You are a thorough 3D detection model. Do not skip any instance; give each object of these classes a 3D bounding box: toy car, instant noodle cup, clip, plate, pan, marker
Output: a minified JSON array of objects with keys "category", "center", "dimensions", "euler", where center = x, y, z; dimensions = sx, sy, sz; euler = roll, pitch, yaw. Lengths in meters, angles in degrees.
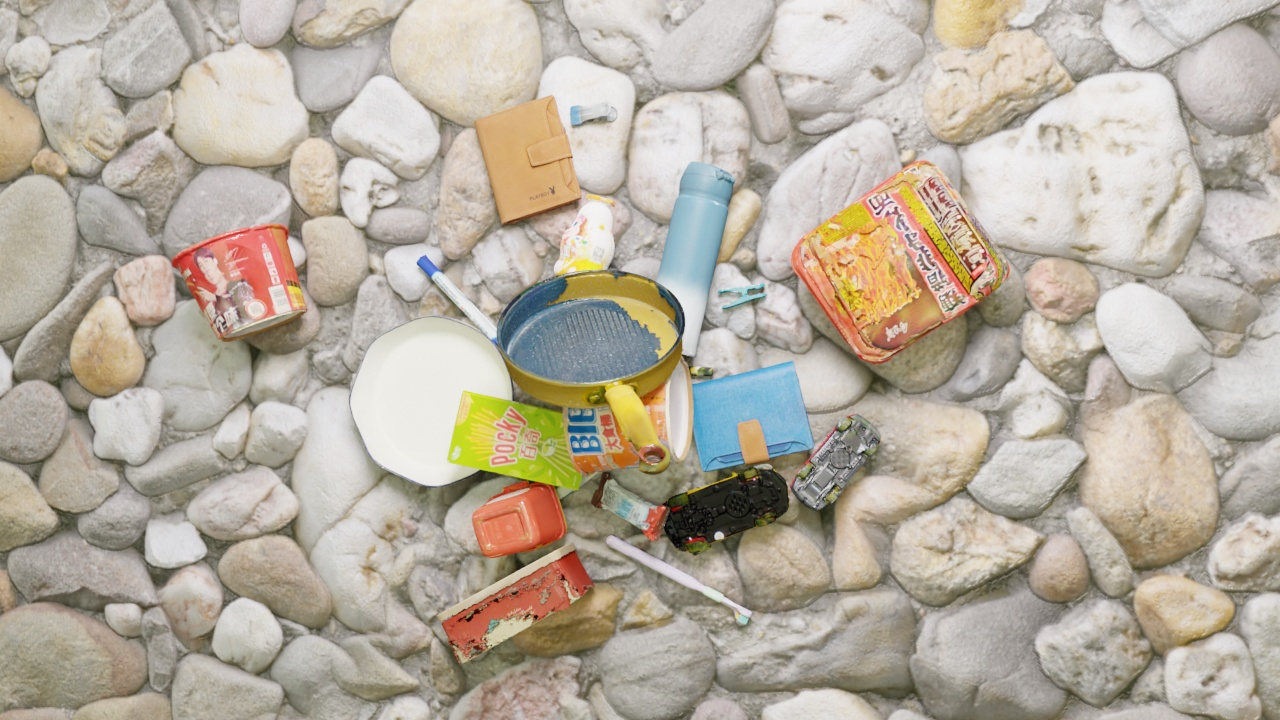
[{"category":"toy car","center":[0.217,0.114,1.029],"dimensions":[0.053,0.045,0.120],"euler":[43,84,5]},{"category":"instant noodle cup","center":[0.278,-0.103,1.002],"dimensions":[0.189,0.079,0.164],"euler":[-33,84,7]},{"category":"clip","center":[-0.056,-0.295,1.093],"dimensions":[0.057,0.028,0.024],"euler":[-3,87,19]},{"category":"plate","center":[-0.246,0.048,1.109],"dimensions":[0.205,0.045,0.205],"euler":[0,91,9]},{"category":"pan","center":[-0.031,0.008,0.896],"dimensions":[0.197,0.357,0.078],"euler":[-13,130,-9]},{"category":"instant noodle cup","center":[-0.008,0.053,1.008],"dimensions":[0.111,0.151,0.151],"euler":[-2,90,16]},{"category":"marker","center":[-0.219,-0.073,1.119],"dimensions":[0.146,0.017,0.017],"euler":[45,97,7]},{"category":"instant noodle cup","center":[-0.476,-0.090,1.109],"dimensions":[0.138,0.137,0.108],"euler":[-21,92,9]},{"category":"toy car","center":[0.097,0.170,1.051],"dimensions":[0.156,0.041,0.071],"euler":[-24,86,14]},{"category":"clip","center":[0.118,-0.077,1.062],"dimensions":[0.056,0.014,0.041],"euler":[-14,88,9]}]

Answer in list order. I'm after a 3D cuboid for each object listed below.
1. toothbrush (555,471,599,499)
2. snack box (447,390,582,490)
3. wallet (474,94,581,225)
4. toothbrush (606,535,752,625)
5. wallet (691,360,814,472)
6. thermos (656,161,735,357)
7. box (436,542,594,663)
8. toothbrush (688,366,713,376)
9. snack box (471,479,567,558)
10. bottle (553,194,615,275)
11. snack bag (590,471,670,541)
[{"category":"toothbrush","center":[-0.029,0.110,1.088],"dimensions":[0.192,0.018,0.016],"euler":[-36,84,10]},{"category":"snack box","center":[-0.138,0.092,1.062],"dimensions":[0.156,0.026,0.086],"euler":[14,93,-8]},{"category":"wallet","center":[-0.133,-0.239,1.098],"dimensions":[0.108,0.031,0.132],"euler":[-15,89,11]},{"category":"toothbrush","center":[0.042,0.255,1.073],"dimensions":[0.189,0.029,0.021],"euler":[28,54,10]},{"category":"wallet","center":[0.123,0.066,1.051],"dimensions":[0.133,0.040,0.106],"euler":[-13,84,11]},{"category":"thermos","center":[0.056,-0.116,1.049],"dimensions":[0.070,0.070,0.220],"euler":[13,91,9]},{"category":"box","center":[-0.140,0.288,1.067],"dimensions":[0.168,0.091,0.078],"euler":[-31,82,8]},{"category":"toothbrush","center":[-0.006,0.006,1.085],"dimensions":[0.186,0.012,0.017],"euler":[3,79,10]},{"category":"snack box","center":[-0.144,0.186,1.069],"dimensions":[0.091,0.080,0.082],"euler":[-19,86,18]},{"category":"bottle","center":[-0.060,-0.136,1.068],"dimensions":[0.063,0.063,0.108],"euler":[16,92,9]},{"category":"snack bag","center":[-0.014,0.170,1.066],"dimensions":[0.105,0.026,0.045],"euler":[25,102,32]}]
